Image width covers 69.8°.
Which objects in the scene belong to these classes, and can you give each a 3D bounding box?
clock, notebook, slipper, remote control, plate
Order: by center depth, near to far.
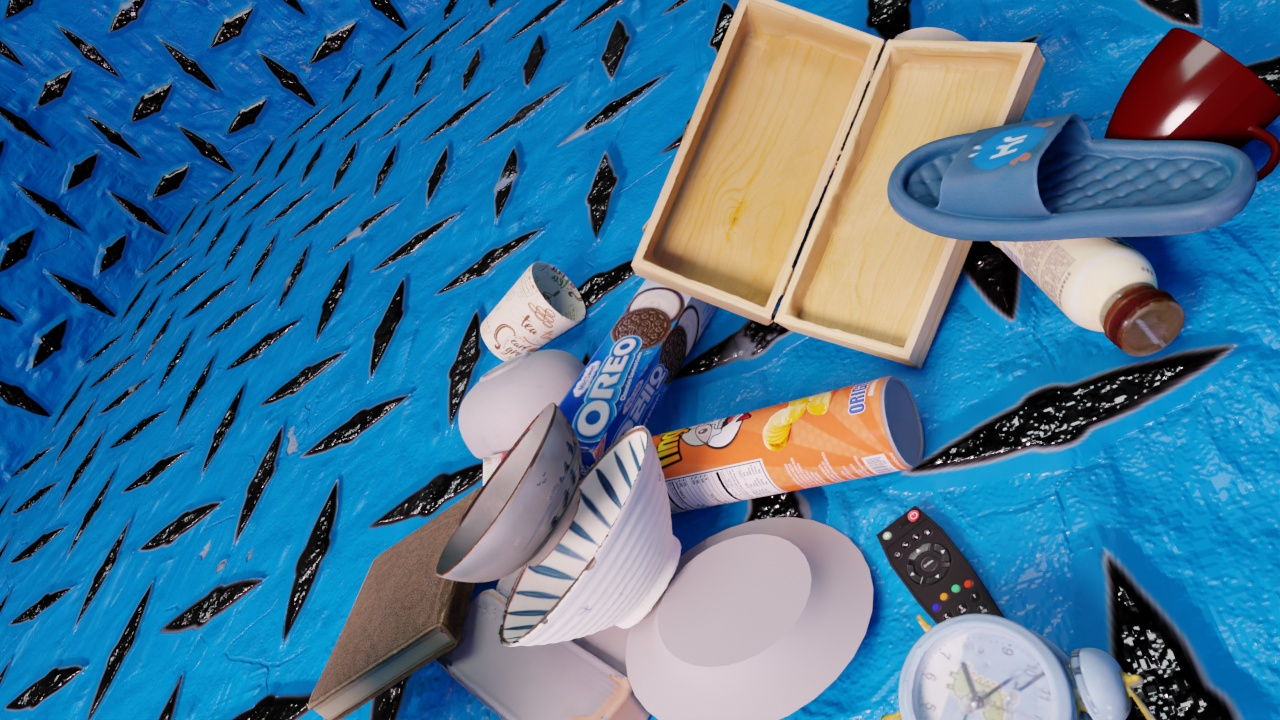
[{"bbox_3d":[0.186,0.175,0.450,0.125,0.051,0.088,13,71,41],"label":"clock"},{"bbox_3d":[0.182,0.136,0.539,0.039,0.010,0.124,-40,34,9],"label":"remote control"},{"bbox_3d":[0.265,-0.123,0.583,0.214,0.059,0.103,9,48,34],"label":"slipper"},{"bbox_3d":[0.063,0.160,0.596,0.173,0.019,0.172,-23,28,13],"label":"plate"},{"bbox_3d":[-0.185,0.195,0.809,0.190,0.034,0.215,-36,18,14],"label":"notebook"}]

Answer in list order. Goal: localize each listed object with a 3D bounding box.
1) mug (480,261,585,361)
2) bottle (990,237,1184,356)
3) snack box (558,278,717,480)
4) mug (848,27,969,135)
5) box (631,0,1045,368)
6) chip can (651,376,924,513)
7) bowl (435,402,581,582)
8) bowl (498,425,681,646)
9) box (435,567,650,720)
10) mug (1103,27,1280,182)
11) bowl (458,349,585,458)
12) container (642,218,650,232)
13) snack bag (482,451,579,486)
[{"bbox_3d":[-0.119,-0.056,1.029,0.097,0.081,0.121,-38,13,24],"label":"mug"},{"bbox_3d":[0.285,-0.064,0.599,0.057,0.056,0.162,-36,35,14],"label":"bottle"},{"bbox_3d":[-0.005,0.005,0.801,0.059,0.059,0.225,15,54,27],"label":"snack box"},{"bbox_3d":[0.225,-0.219,0.791,0.111,0.085,0.104,13,72,16],"label":"mug"},{"bbox_3d":[0.147,-0.146,0.728,0.261,0.096,0.247,21,88,30],"label":"box"},{"bbox_3d":[0.092,0.066,0.665,0.211,0.062,0.062,-18,42,35],"label":"chip can"},{"bbox_3d":[-0.082,0.106,0.661,0.151,0.057,0.150,-52,10,12],"label":"bowl"},{"bbox_3d":[-0.021,0.138,0.645,0.177,0.071,0.177,-52,10,13],"label":"bowl"},{"bbox_3d":[-0.059,0.213,0.702,0.148,0.043,0.217,-41,29,-25],"label":"box"},{"bbox_3d":[0.357,-0.147,0.599,0.089,0.087,0.114,-51,46,24],"label":"mug"},{"bbox_3d":[-0.114,0.032,0.873,0.132,0.064,0.131,-27,9,5],"label":"bowl"},{"bbox_3d":[0.096,-0.182,0.870,0.187,0.071,0.145,-52,7,-9],"label":"container"},{"bbox_3d":[-0.080,0.105,0.797,0.116,0.036,0.077,-14,38,1],"label":"snack bag"}]
